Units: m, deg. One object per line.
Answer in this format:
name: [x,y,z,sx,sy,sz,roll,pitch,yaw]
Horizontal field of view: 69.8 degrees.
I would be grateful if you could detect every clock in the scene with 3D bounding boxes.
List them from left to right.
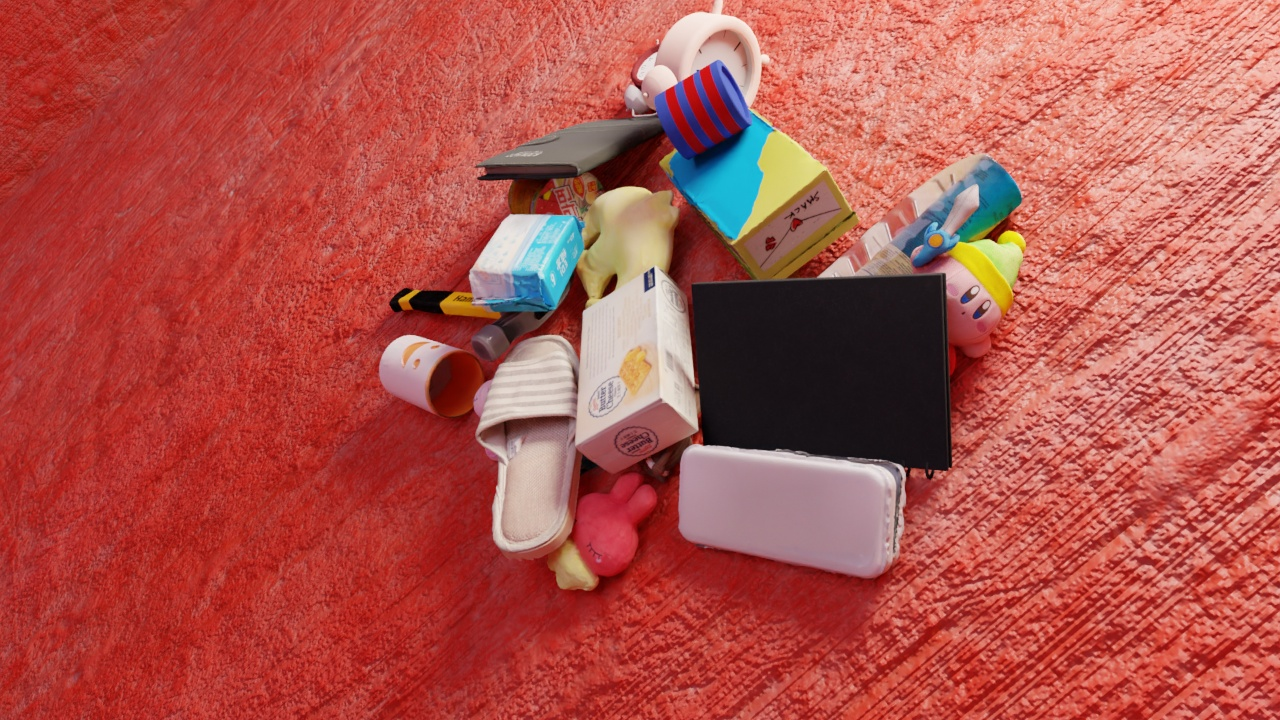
clock: [0.028,-0.357,1.169,0.087,0.044,0.124,8,62,37]
clock: [0.070,-0.333,1.068,0.086,0.131,0.160,21,76,41]

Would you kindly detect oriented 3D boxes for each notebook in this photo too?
notebook: [-0.081,-0.262,1.125,0.170,0.029,0.208,6,27,35]
notebook: [0.151,0.013,0.802,0.232,0.019,0.169,1,100,35]

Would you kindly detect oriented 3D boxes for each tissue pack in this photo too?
tissue pack: [-0.125,-0.107,1.023,0.093,0.062,0.144,4,45,19]

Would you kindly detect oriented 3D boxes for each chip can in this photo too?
chip can: [0.234,-0.092,0.838,0.229,0.080,0.080,-43,47,4]

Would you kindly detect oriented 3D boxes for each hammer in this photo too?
hammer: [-0.218,-0.073,1.150,0.325,0.034,0.169,7,42,46]

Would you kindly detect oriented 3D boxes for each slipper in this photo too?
slipper: [-0.110,0.076,0.939,0.114,0.054,0.272,-13,49,9]

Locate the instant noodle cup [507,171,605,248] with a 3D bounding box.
instant noodle cup: [-0.111,-0.196,1.139,0.100,0.100,0.112,-52,39,-5]

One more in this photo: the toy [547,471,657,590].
toy: [-0.037,0.164,0.882,0.135,0.045,0.091,-45,48,10]

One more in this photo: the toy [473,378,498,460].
toy: [-0.158,0.057,1.037,0.064,0.047,0.110,-35,51,21]

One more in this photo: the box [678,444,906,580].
box: [0.120,0.122,0.787,0.214,0.063,0.118,5,81,35]

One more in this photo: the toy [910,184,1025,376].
toy: [0.275,-0.071,0.786,0.131,0.124,0.096,-37,7,12]

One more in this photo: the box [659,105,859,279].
box: [0.116,-0.180,0.961,0.124,0.079,0.221,-40,36,5]

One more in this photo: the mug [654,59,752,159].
mug: [0.070,-0.268,0.973,0.076,0.075,0.111,-25,14,22]

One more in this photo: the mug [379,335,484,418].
mug: [-0.251,0.018,1.101,0.105,0.082,0.082,16,72,41]

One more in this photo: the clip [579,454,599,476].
clip: [-0.040,0.091,0.948,0.119,0.033,0.120,12,69,35]

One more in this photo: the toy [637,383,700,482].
toy: [0.032,0.075,0.893,0.101,0.041,0.055,-56,4,-28]

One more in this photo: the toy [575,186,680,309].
toy: [-0.014,-0.131,1.045,0.155,0.064,0.170,-36,51,23]

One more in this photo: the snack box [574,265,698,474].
snack box: [-0.005,0.005,0.919,0.104,0.057,0.207,-31,35,24]

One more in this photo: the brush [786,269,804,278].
brush: [0.143,-0.076,0.930,0.048,0.017,0.126,-29,49,16]
